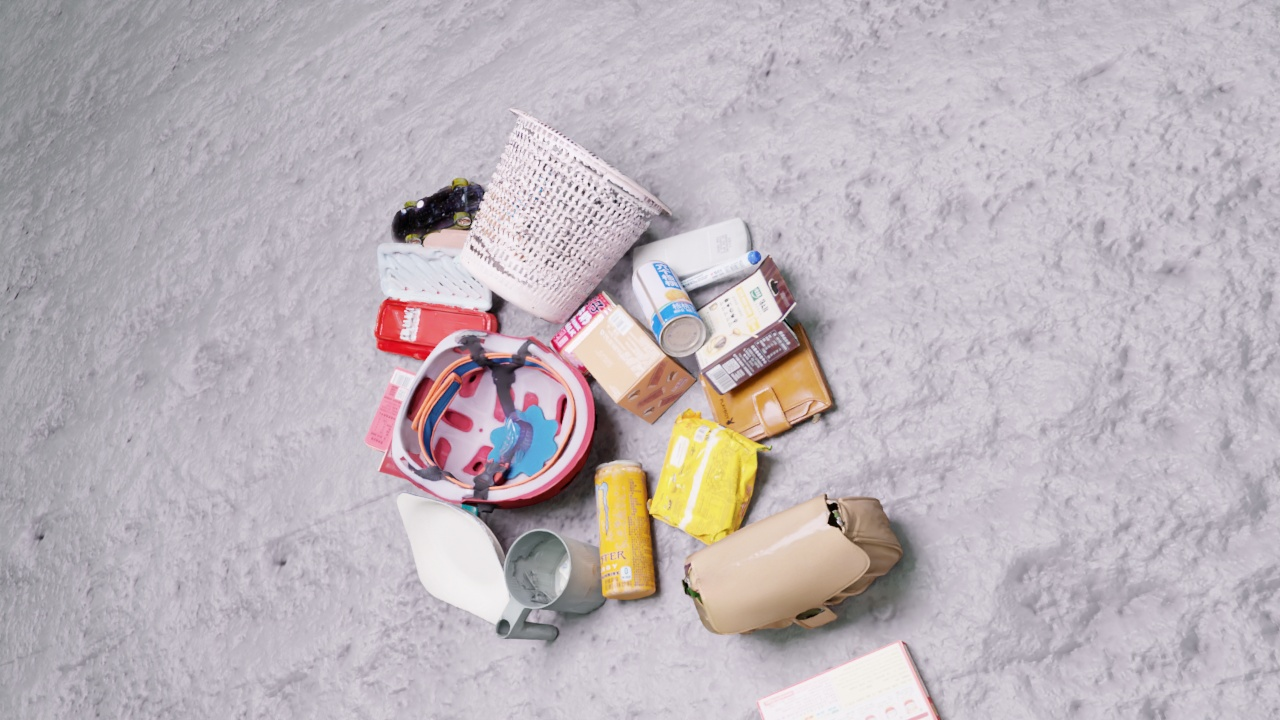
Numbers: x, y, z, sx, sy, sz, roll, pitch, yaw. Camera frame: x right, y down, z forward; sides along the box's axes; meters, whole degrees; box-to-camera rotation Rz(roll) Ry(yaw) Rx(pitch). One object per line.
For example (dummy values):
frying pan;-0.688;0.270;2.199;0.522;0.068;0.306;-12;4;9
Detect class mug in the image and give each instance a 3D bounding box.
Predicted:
mug;-0.097;0.251;1.007;0.084;0.103;0.124;28;87;32

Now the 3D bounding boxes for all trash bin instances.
trash bin;-0.106;-0.160;1.099;0.227;0.227;0.192;37;97;32

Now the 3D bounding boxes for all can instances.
can;0.030;-0.062;1.034;0.053;0.053;0.134;-38;35;10
can;-0.018;0.188;1.015;0.058;0.058;0.145;-15;66;22
can;-0.056;-0.032;1.109;0.094;0.066;0.066;-45;58;7

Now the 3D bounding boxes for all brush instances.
brush;-0.218;-0.144;1.232;0.146;0.073;0.063;7;74;27

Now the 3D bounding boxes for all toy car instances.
toy car;-0.289;-0.207;1.309;0.158;0.042;0.070;-16;65;21

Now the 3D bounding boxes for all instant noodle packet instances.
instant noodle packet;0.073;0.126;0.986;0.111;0.044;0.128;23;100;26

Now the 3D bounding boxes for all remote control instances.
remote control;0.061;-0.127;1.110;0.150;0.021;0.058;-13;66;23

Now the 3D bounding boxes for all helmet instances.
helmet;-0.153;0.083;1.078;0.240;0.144;0.206;14;72;17

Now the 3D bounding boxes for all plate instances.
plate;-0.209;0.225;1.074;0.164;0.164;0.034;12;33;35

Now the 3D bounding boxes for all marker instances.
marker;0.080;-0.098;1.064;0.146;0.017;0.016;-20;62;43

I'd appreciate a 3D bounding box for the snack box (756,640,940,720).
snack box;0.194;0.332;0.870;0.156;0.027;0.077;-29;61;16

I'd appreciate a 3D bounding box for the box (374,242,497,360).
box;-0.278;-0.076;1.232;0.201;0.049;0.161;9;101;30

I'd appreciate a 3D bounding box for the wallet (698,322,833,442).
wallet;0.139;0.038;1.007;0.131;0.035;0.119;-28;58;19

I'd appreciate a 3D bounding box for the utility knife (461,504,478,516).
utility knife;-0.214;0.148;1.158;0.029;0.013;0.178;-8;69;23

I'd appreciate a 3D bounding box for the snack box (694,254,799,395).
snack box;0.115;-0.040;1.007;0.126;0.053;0.113;-33;33;13

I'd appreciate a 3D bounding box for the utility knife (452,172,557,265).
utility knife;-0.179;-0.186;1.201;0.034;0.018;0.207;12;48;34

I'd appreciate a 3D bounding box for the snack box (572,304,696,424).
snack box;-0.006;0.006;1.053;0.077;0.094;0.093;-45;58;6

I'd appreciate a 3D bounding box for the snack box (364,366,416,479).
snack box;-0.284;0.086;1.158;0.044;0.113;0.127;17;80;30

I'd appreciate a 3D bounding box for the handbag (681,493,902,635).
handbag;0.143;0.200;0.874;0.205;0.147;0.099;-30;59;20
